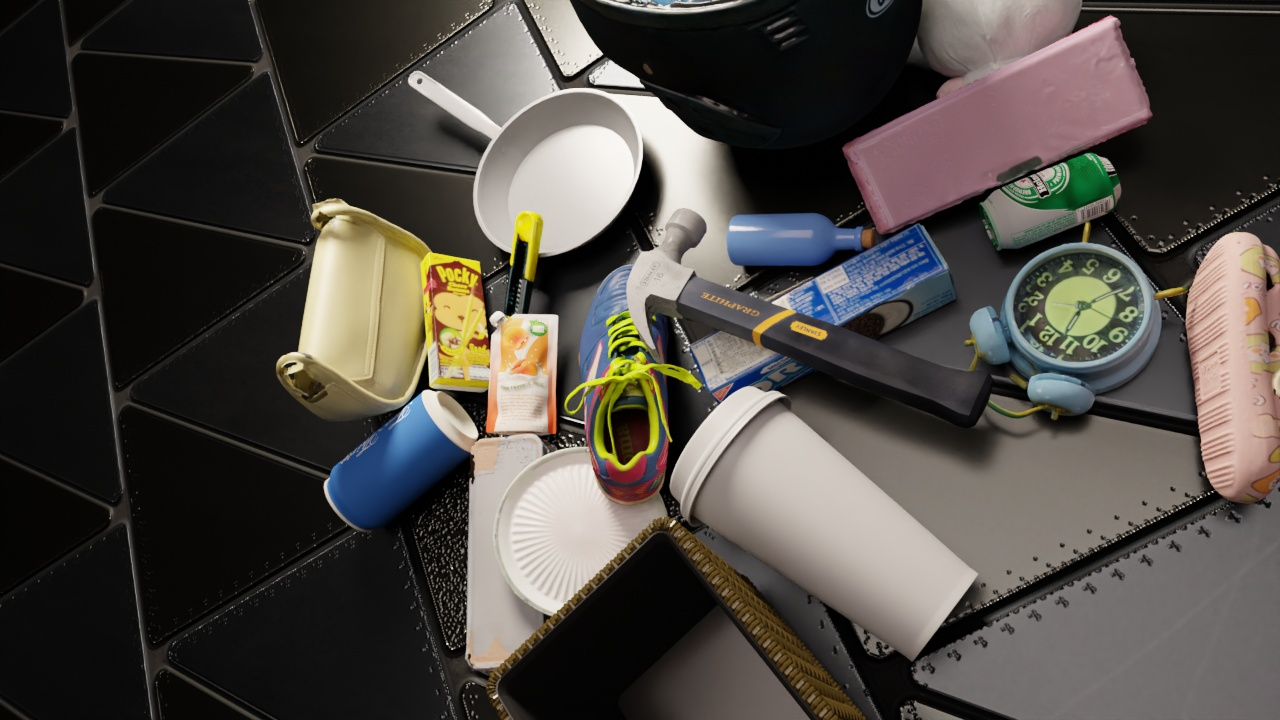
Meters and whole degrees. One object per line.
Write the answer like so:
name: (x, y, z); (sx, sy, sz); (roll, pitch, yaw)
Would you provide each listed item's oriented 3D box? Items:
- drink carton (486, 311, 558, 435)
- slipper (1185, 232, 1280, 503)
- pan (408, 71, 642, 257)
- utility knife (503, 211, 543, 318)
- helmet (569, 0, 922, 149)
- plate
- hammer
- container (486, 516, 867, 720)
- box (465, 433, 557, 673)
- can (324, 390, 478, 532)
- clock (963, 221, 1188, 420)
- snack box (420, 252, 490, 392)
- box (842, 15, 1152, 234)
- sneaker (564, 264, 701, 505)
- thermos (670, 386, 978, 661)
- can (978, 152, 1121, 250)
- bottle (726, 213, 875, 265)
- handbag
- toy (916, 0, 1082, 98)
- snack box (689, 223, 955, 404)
drink carton: (-0.117, 0.011, 0.908); (0.069, 0.039, 0.122); (1, 78, -1)
slipper: (0.442, 0.003, 0.644); (0.081, 0.093, 0.197); (3, 73, 14)
pan: (-0.141, -0.238, 1.019); (0.357, 0.051, 0.200); (37, 89, 31)
utility knife: (-0.127, -0.046, 0.936); (0.029, 0.020, 0.213); (7, 90, 28)
helmet: (0.095, -0.317, 0.834); (0.317, 0.236, 0.248); (19, 79, 31)
plate: (-0.053, 0.154, 0.823); (0.157, 0.014, 0.156); (0, 67, 0)
hammer: (0.129, -0.026, 0.750); (0.313, 0.035, 0.139); (22, 68, 25)
container: (0.084, 0.296, 0.623); (0.176, 0.205, 0.321); (-44, 60, 3)
box: (-0.119, 0.177, 0.852); (0.081, 0.063, 0.216); (-6, 68, 10)
can: (-0.238, 0.100, 0.919); (0.146, 0.079, 0.079); (-39, 60, 6)
clock: (0.330, -0.022, 0.719); (0.162, 0.060, 0.118); (-49, 61, 5)
snack box: (-0.193, -0.040, 0.961); (0.026, 0.061, 0.148); (-38, 54, 46)
box: (0.295, -0.194, 0.776); (0.233, 0.037, 0.098); (-24, 95, 25)
sneaker: (-0.006, 0.005, 0.830); (0.116, 0.091, 0.241); (-4, 62, 4)
thermos: (0.142, 0.128, 0.717); (0.222, 0.131, 0.131); (37, 88, 23)
can: (0.338, -0.131, 0.758); (0.101, 0.053, 0.053); (-22, 63, 15)
bottle: (0.148, -0.111, 0.841); (0.131, 0.048, 0.048); (3, 72, 25)
handbag: (-0.288, -0.042, 0.929); (0.089, 0.191, 0.232); (-12, 58, 18)
toy: (0.314, -0.275, 0.806); (0.139, 0.101, 0.179); (-8, 89, 35)
snack box: (0.157, -0.034, 0.802); (0.227, 0.059, 0.059); (-28, 59, 12)
